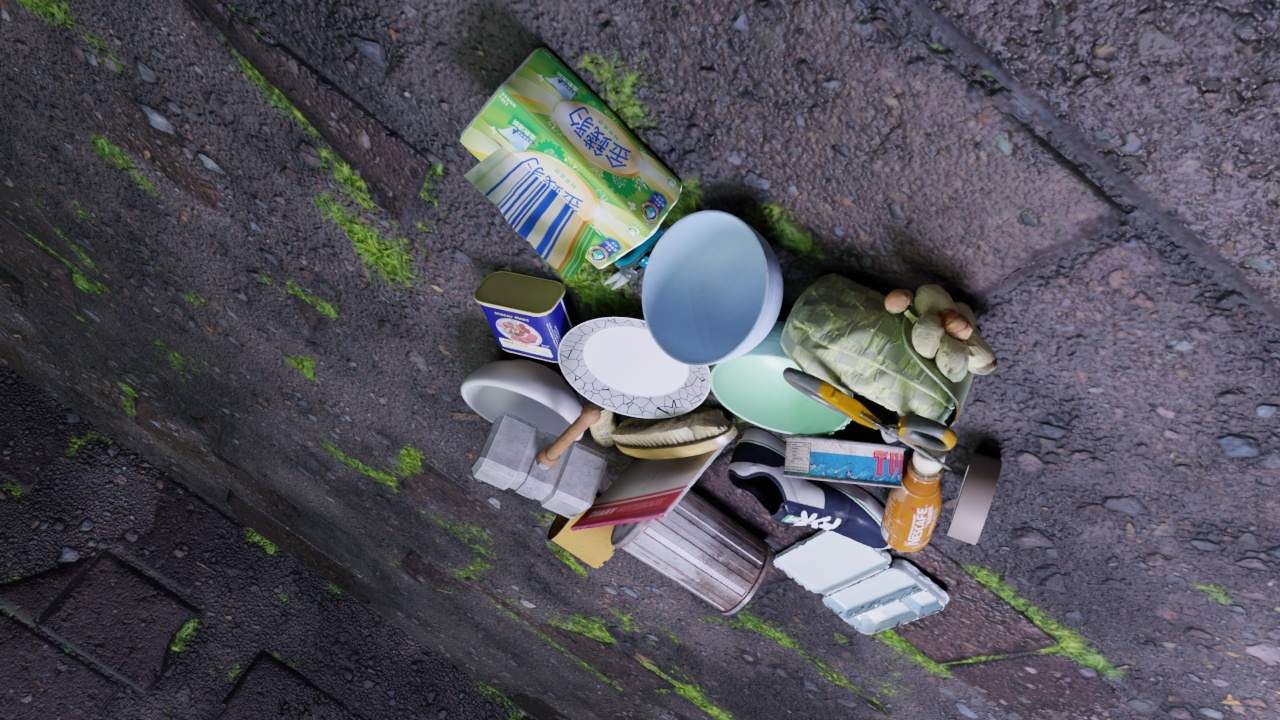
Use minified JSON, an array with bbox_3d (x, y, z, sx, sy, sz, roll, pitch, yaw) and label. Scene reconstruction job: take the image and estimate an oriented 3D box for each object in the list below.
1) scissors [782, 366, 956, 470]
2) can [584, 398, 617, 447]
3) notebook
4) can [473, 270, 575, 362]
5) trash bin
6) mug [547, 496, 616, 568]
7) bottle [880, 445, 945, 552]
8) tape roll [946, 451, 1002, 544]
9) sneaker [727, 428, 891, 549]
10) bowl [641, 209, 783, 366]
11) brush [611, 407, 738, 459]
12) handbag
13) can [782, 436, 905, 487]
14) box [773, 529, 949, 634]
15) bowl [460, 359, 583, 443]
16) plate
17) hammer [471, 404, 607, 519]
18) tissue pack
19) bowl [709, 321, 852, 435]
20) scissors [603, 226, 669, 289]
[{"bbox_3d":[0.235,0.063,0.843,0.225,0.016,0.217,29,174,-27],"label":"scissors"},{"bbox_3d":[-0.053,0.082,1.258,0.038,0.038,0.080,17,144,21],"label":"can"},{"bbox_3d":[0.010,0.167,1.219,0.209,0.152,0.012,-21,108,51],"label":"notebook"},{"bbox_3d":[-0.137,-0.053,1.135,0.116,0.056,0.092,13,144,26],"label":"can"},{"bbox_3d":[0.065,0.254,1.308,0.211,0.130,0.131,35,146,-9],"label":"trash bin"},{"bbox_3d":[-0.082,0.266,1.479,0.094,0.100,0.123,35,-173,-10],"label":"mug"},{"bbox_3d":[0.314,0.153,1.045,0.059,0.059,0.167,18,141,19],"label":"bottle"},{"bbox_3d":[0.353,0.146,0.971,0.030,0.093,0.094,18,144,19],"label":"tape roll"},{"bbox_3d":[0.211,0.182,1.143,0.235,0.078,0.084,32,146,-3],"label":"sneaker"},{"bbox_3d":[0.081,-0.067,0.897,0.151,0.150,0.074,-3,175,41],"label":"bowl"},{"bbox_3d":[0.040,0.094,1.183,0.196,0.059,0.043,-9,121,42],"label":"brush"},{"bbox_3d":[0.230,-0.022,0.840,0.186,0.113,0.117,26,139,9],"label":"handbag"},{"bbox_3d":[0.224,0.112,1.013,0.130,0.044,0.130,6,174,0],"label":"can"},{"bbox_3d":[0.301,0.306,1.283,0.189,0.037,0.209,39,146,3],"label":"box"},{"bbox_3d":[-0.152,0.047,1.253,0.176,0.066,0.177,17,155,8],"label":"bowl"},{"bbox_3d":[-0.006,0.006,1.116,0.189,0.016,0.189,9,141,7],"label":"plate"},{"bbox_3d":[-0.101,0.107,1.155,0.162,0.082,0.318,25,155,-9],"label":"hammer"},{"bbox_3d":[-0.079,-0.166,0.864,0.197,0.141,0.121,39,146,-11],"label":"tissue pack"},{"bbox_3d":[0.154,0.010,0.958,0.151,0.076,0.151,16,151,9],"label":"bowl"},{"bbox_3d":[0.003,-0.109,0.984,0.126,0.019,0.144,14,149,16],"label":"scissors"}]
